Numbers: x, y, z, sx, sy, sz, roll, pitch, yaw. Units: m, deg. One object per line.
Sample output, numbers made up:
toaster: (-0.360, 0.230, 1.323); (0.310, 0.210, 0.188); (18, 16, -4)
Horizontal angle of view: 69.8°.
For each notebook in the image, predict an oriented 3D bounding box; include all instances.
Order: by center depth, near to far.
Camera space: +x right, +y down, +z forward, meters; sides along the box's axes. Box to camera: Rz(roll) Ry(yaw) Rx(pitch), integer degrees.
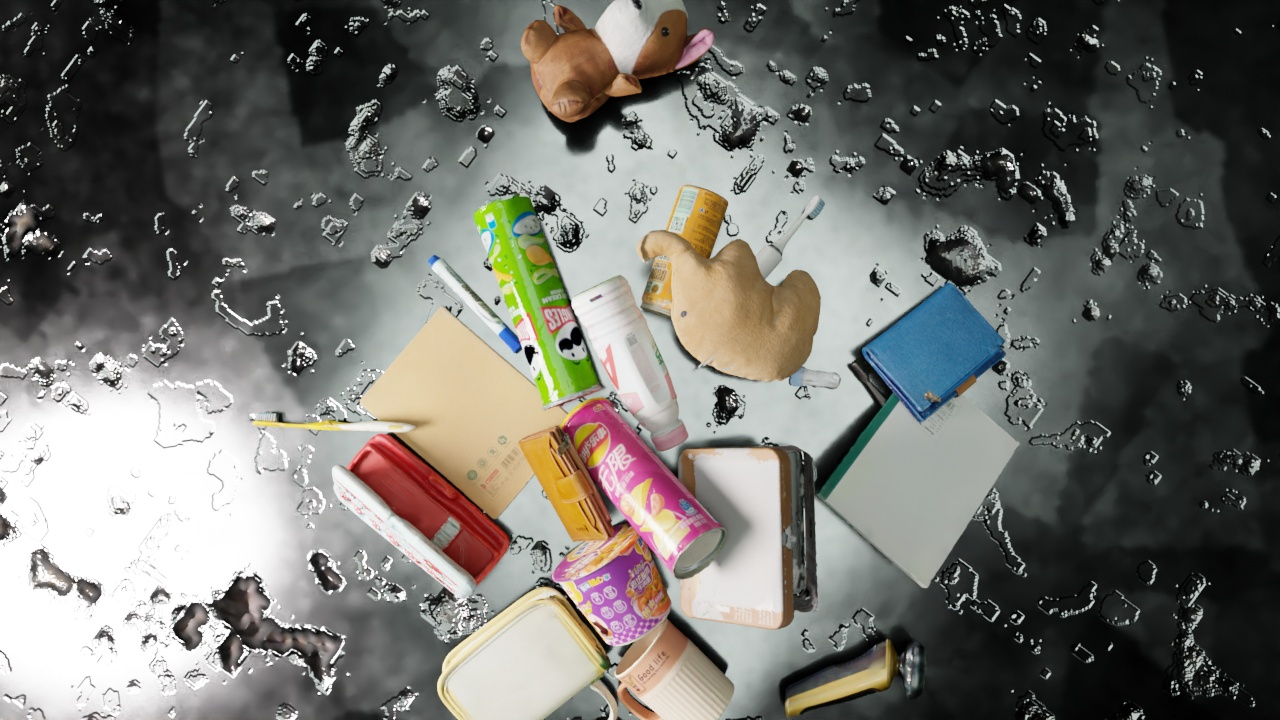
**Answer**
notebook: (0.306, 0.118, 0.998); (0.150, 0.012, 0.208); (41, 69, 3)
notebook: (-0.196, 0.059, 1.048); (0.207, 0.008, 0.148); (40, 89, 2)

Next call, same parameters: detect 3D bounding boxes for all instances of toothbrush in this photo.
toothbrush: (0.305, 0.085, 1.029); (0.027, 0.026, 0.212); (-35, 86, -33)
toothbrush: (0.132, -0.101, 1.037); (0.221, 0.027, 0.026); (-49, 127, -1)
toothbrush: (-0.348, 0.070, 1.042); (0.191, 0.016, 0.018); (1, 80, 6)

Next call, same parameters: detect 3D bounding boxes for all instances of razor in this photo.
razor: (0.237, 0.355, 1.009); (0.167, 0.062, 0.067); (-21, 58, 5)

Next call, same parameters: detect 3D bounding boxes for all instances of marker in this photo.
marker: (-0.188, -0.065, 1.047); (0.017, 0.017, 0.146); (-44, 88, -1)

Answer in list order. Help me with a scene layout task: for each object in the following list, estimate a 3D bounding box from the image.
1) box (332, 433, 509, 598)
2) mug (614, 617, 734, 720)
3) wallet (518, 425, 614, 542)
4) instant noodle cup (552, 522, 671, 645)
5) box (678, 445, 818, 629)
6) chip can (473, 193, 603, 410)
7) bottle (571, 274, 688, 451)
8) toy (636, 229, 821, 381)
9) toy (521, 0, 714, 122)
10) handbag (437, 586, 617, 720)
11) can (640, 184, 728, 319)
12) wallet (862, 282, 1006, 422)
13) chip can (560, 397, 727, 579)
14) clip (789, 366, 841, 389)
box: (-0.246, 0.174, 1.001); (0.201, 0.099, 0.095); (40, 90, 1)
mug: (0.029, 0.357, 1.005); (0.106, 0.081, 0.115); (43, 116, 1)
wallet: (-0.076, 0.134, 0.988); (0.035, 0.119, 0.130); (-29, 93, -24)
instant noodle cup: (-0.025, 0.246, 0.994); (0.111, 0.111, 0.099); (-29, 96, 0)
box: (0.112, 0.177, 0.958); (0.150, 0.168, 0.182); (-2, 89, 0)
chip can: (-0.115, -0.065, 1.019); (0.072, 0.072, 0.236); (-21, 87, 0)
bottle: (-0.006, 0.006, 1.013); (0.068, 0.068, 0.197); (-26, 96, 0)
toy: (0.093, -0.058, 0.979); (0.226, 0.083, 0.143); (22, 75, -23)
toy: (-0.028, -0.349, 1.006); (0.199, 0.130, 0.140); (-26, 82, -9)
handbag: (-0.113, 0.360, 1.016); (0.163, 0.063, 0.179); (-38, 97, -1)
can: (0.049, -0.119, 1.023); (0.058, 0.058, 0.146); (19, 89, 2)
wallet: (0.327, -0.009, 1.016); (0.133, 0.040, 0.106); (-37, 81, -11)
chip can: (-0.001, 0.130, 0.960); (0.071, 0.071, 0.210); (-44, 55, -1)
clip: (0.197, 0.021, 1.035); (0.057, 0.028, 0.024); (10, 87, 11)
